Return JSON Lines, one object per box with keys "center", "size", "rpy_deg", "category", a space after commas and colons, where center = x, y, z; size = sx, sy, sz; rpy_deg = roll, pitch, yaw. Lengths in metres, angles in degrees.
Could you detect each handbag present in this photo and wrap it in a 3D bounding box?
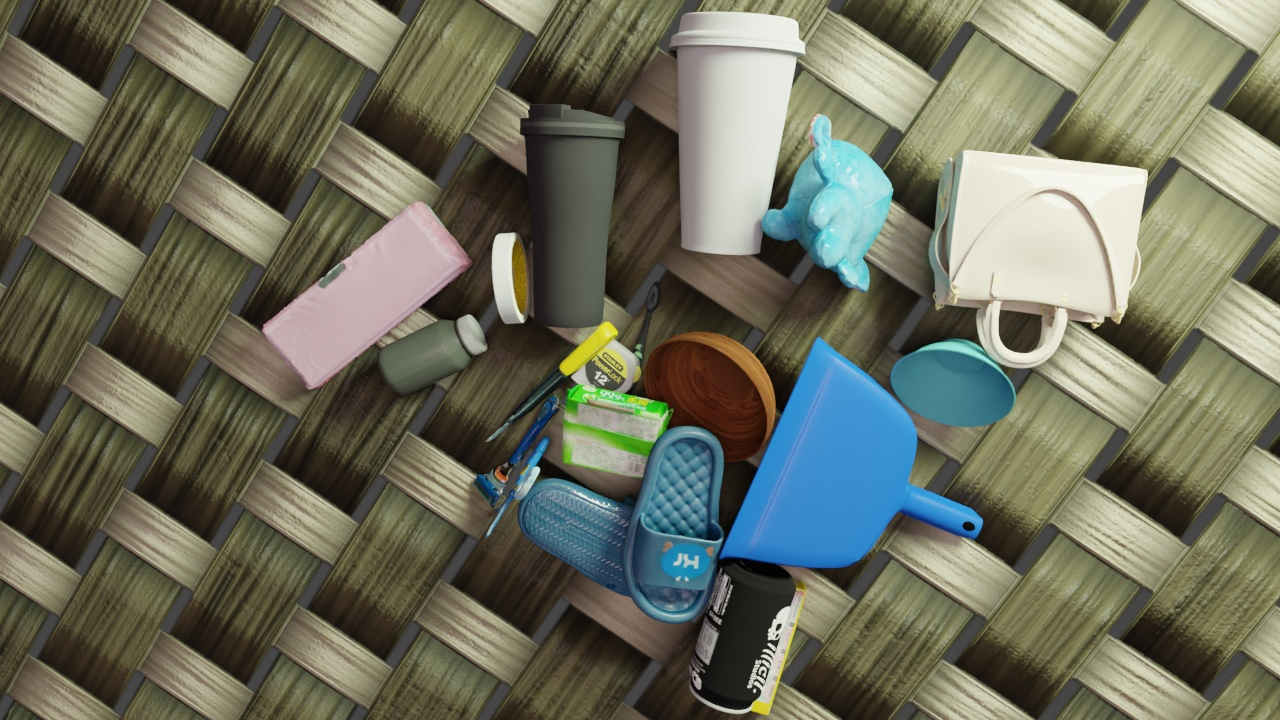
{"center": [0.380, -0.091, 0.892], "size": [0.194, 0.101, 0.197], "rpy_deg": [7, 85, 3], "category": "handbag"}

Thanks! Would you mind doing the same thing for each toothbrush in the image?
{"center": [-0.006, 0.006, 0.995], "size": [0.014, 0.017, 0.188], "rpy_deg": [16, 99, 9], "category": "toothbrush"}

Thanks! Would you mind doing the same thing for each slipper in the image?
{"center": [0.037, 0.172, 0.940], "size": [0.103, 0.059, 0.214], "rpy_deg": [3, 101, -10], "category": "slipper"}
{"center": [-0.034, 0.192, 0.999], "size": [0.213, 0.059, 0.104], "rpy_deg": [24, 103, -12], "category": "slipper"}

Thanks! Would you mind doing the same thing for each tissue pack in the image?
{"center": [-0.028, 0.076, 0.977], "size": [0.114, 0.034, 0.100], "rpy_deg": [13, 127, 4], "category": "tissue pack"}

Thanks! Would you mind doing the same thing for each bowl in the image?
{"center": [0.323, 0.013, 0.938], "size": [0.121, 0.121, 0.046], "rpy_deg": [27, 57, 1], "category": "bowl"}
{"center": [0.083, 0.026, 0.953], "size": [0.147, 0.068, 0.147], "rpy_deg": [22, 132, 27], "category": "bowl"}

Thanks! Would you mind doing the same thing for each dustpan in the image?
{"center": [0.242, 0.134, 0.950], "size": [0.257, 0.059, 0.245], "rpy_deg": [22, 96, -5], "category": "dustpan"}

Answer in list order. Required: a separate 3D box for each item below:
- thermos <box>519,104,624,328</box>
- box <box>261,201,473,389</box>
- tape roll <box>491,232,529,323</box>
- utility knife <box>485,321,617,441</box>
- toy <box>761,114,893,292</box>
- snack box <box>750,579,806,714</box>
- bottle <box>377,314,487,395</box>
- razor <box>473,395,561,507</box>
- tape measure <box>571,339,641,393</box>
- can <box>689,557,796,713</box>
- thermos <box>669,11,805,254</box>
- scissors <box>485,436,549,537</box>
{"center": [-0.072, -0.147, 0.944], "size": [0.106, 0.105, 0.219], "rpy_deg": [3, 102, 5], "category": "thermos"}
{"center": [-0.299, -0.070, 1.004], "size": [0.233, 0.041, 0.098], "rpy_deg": [-38, 99, 8], "category": "box"}
{"center": [-0.134, -0.085, 0.955], "size": [0.019, 0.094, 0.094], "rpy_deg": [-4, 96, 5], "category": "tape roll"}
{"center": [-0.099, 0.028, 0.987], "size": [0.198, 0.028, 0.020], "rpy_deg": [-42, 81, 18], "category": "utility knife"}
{"center": [0.177, -0.138, 0.888], "size": [0.115, 0.180, 0.183], "rpy_deg": [-6, 112, 29], "category": "toy"}
{"center": [0.126, 0.309, 1.014], "size": [0.075, 0.025, 0.152], "rpy_deg": [16, 98, 3], "category": "snack box"}
{"center": [-0.224, -0.008, 0.990], "size": [0.108, 0.060, 0.060], "rpy_deg": [-24, 94, 8], "category": "bottle"}
{"center": [-0.130, 0.097, 1.015], "size": [0.141, 0.018, 0.044], "rpy_deg": [-52, 54, 7], "category": "razor"}
{"center": [-0.036, 0.012, 0.990], "size": [0.064, 0.016, 0.065], "rpy_deg": [40, 106, 8], "category": "tape measure"}
{"center": [0.105, 0.284, 0.958], "size": [0.080, 0.080, 0.146], "rpy_deg": [17, 97, 3], "category": "can"}
{"center": [0.088, -0.222, 0.912], "size": [0.131, 0.131, 0.222], "rpy_deg": [5, 105, 4], "category": "thermos"}
{"center": [-0.130, 0.137, 0.982], "size": [0.016, 0.125, 0.125], "rpy_deg": [32, 83, -6], "category": "scissors"}
